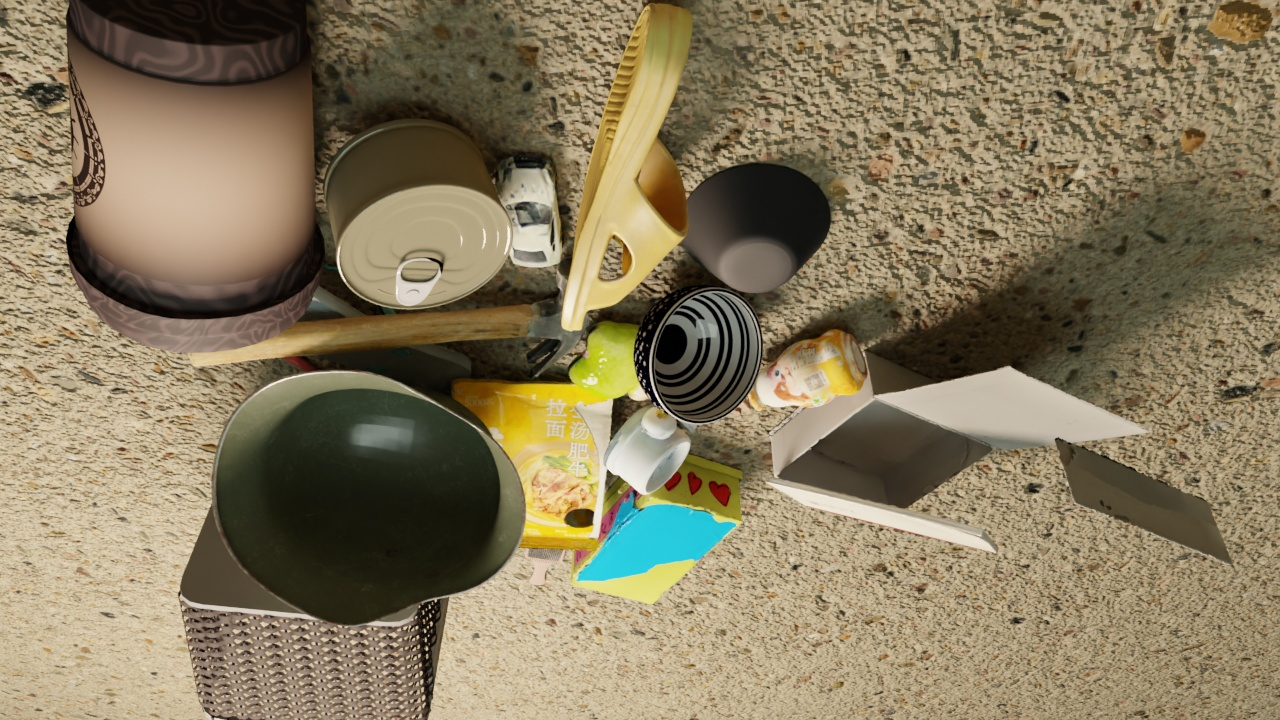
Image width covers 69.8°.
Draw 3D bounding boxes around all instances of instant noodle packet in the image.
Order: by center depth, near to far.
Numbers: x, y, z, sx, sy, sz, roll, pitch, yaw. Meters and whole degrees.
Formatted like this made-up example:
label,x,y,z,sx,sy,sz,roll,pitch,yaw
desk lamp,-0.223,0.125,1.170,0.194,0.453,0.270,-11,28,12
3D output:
label,x,y,z,sx,sy,sz,roll,pitch,yaw
instant noodle packet,-0.117,0.103,0.969,0.163,0.084,0.222,4,132,-5

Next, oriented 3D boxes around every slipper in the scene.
label,x,y,z,sx,sy,sz,roll,pitch,yaw
slipper,0.000,-0.128,0.670,0.078,0.099,0.264,10,135,-12
slipper,-0.272,-0.036,0.832,0.098,0.054,0.268,-25,144,31

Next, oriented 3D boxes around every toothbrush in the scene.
label,x,y,z,sx,sy,sz,roll,pitch,yaw
toothbrush,-0.340,0.000,0.893,0.016,0.016,0.190,-25,133,29

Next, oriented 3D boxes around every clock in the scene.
label,x,y,z,sx,sy,sz,roll,pitch,yaw
clock,0.014,0.079,0.923,0.083,0.057,0.118,-6,131,-60

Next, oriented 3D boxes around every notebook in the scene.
label,x,y,z,sx,sy,sz,roll,pitch,yaw
notebook,0.247,0.158,0.932,0.209,0.012,0.153,11,168,29

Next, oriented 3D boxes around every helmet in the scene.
label,x,y,z,sx,sy,sz,roll,pitch,yaw
helmet,-0.227,0.110,0.850,0.268,0.153,0.227,13,100,4

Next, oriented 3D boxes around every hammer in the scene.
label,x,y,z,sx,sy,sz,roll,pitch,yaw
hammer,-0.209,-0.024,0.791,0.330,0.033,0.132,-5,144,-14

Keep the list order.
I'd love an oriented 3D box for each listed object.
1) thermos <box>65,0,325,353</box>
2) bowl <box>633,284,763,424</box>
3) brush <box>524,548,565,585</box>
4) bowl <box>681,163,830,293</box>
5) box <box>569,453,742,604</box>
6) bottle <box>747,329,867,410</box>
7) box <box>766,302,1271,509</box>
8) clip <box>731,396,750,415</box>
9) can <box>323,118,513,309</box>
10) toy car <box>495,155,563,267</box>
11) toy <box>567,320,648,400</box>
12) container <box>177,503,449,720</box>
label,x,y,z,sx,sy,sz,roll,pitch,yaw
thermos,-0.298,-0.141,0.620,0.172,0.172,0.227,12,132,-12
bowl,0.041,-0.009,0.811,0.120,0.120,0.066,36,171,-34
brush,-0.128,0.265,1.196,0.050,0.015,0.136,10,139,-8
bowl,0.093,-0.092,0.739,0.124,0.052,0.124,1,140,1
box,0.014,0.193,1.063,0.124,0.079,0.222,17,135,-18
bottle,0.152,0.013,0.853,0.109,0.063,0.063,-20,135,25
box,0.302,0.042,0.834,0.166,0.108,0.420,21,149,-21
clip,0.083,0.039,0.916,0.045,0.025,0.061,-17,140,21
can,-0.167,-0.107,0.684,0.127,0.073,0.128,-17,148,-11
toy car,-0.089,-0.115,0.736,0.048,0.033,0.106,1,139,3
toy,-0.005,0.005,0.865,0.117,0.043,0.092,14,129,-24
container,-0.337,0.236,1.001,0.245,0.246,0.244,8,136,-7
